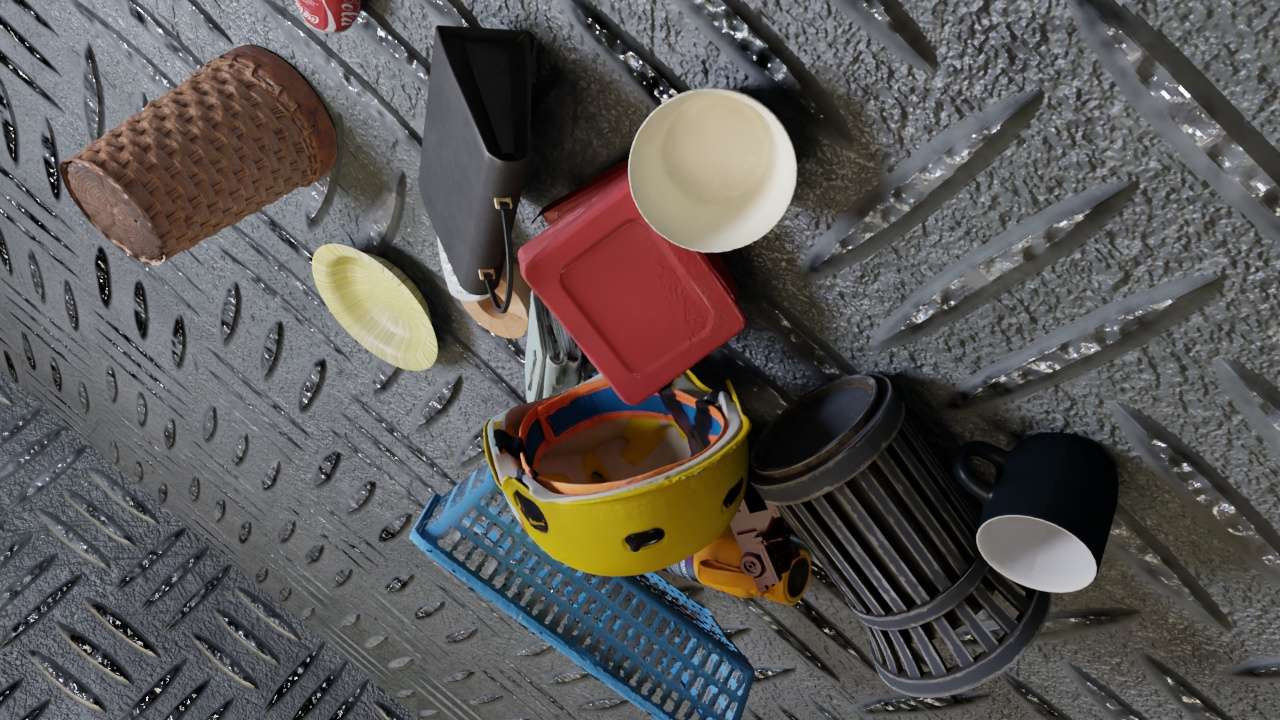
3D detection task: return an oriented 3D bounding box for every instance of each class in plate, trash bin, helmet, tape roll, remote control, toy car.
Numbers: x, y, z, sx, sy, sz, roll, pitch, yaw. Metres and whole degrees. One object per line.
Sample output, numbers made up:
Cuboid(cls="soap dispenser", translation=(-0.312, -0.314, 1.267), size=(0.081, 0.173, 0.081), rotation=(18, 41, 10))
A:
Cuboid(cls="plate", translation=(-0.303, -0.070, 1.085), size=(0.184, 0.036, 0.185), rotation=(24, 142, 20))
Cuboid(cls="trash bin", translation=(-0.429, -0.196, 0.908), size=(0.151, 0.209, 0.151), rotation=(24, 143, 19))
Cuboid(cls="trash bin", translation=(0.206, 0.137, 0.769), size=(0.227, 0.163, 0.165), rotation=(52, 143, -13))
Cuboid(cls="helmet", translation=(-0.005, 0.106, 0.765), size=(0.240, 0.208, 0.140), rotation=(31, 139, 57))
Cuboid(cls="tape roll", translation=(-0.148, -0.068, 0.959), size=(0.094, 0.027, 0.094), rotation=(24, 142, 20))
Cuboid(cls="remote control", translation=(-0.170, -0.114, 0.897), size=(0.060, 0.028, 0.114), rotation=(13, 115, 28))
Cuboid(cls="toy car", translation=(0.112, 0.130, 0.885), size=(0.062, 0.070, 0.170), rotation=(-20, 97, 33))

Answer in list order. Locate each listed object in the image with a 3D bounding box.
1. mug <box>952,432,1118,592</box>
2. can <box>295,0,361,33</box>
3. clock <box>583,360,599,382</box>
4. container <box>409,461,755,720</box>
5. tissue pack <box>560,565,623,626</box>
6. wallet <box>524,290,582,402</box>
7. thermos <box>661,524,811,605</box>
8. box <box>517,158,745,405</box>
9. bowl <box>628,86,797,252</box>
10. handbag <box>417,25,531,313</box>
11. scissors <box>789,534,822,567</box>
Cuboid(cls="mug", translation=(0.296, 0.103, 0.701), size=(0.121, 0.094, 0.085), rotation=(31, 144, 11))
Cuboid(cls="can", translation=(-0.255, -0.320, 0.752), size=(0.054, 0.053, 0.097), rotation=(36, 145, 3))
Cuboid(cls="clock", translation=(-0.005, 0.005, 0.880), size=(0.083, 0.057, 0.119), rotation=(25, 122, 8))
Cuboid(cls="container", translation=(-0.049, 0.229, 0.926), size=(0.362, 0.089, 0.257), rotation=(38, 175, -6))
Cuboid(cls="tissue pack", translation=(-0.051, 0.237, 1.137), size=(0.066, 0.116, 0.210), rotation=(14, 139, 22))
Cuboid(cls="wallet", translation=(-0.088, -0.001, 0.920), size=(0.132, 0.054, 0.100), rotation=(105, 151, -53))
Cuboid(cls="thermos", translation=(0.069, 0.215, 1.016), size=(0.233, 0.091, 0.076), rotation=(10, 132, 39))
Cuboid(cls="box", translation=(-0.005, -0.065, 0.738), size=(0.137, 0.126, 0.157), rotation=(-28, 112, 24))
Cuboid(cls="bowl", translation=(0.053, -0.141, 0.649), size=(0.115, 0.062, 0.115), rotation=(4, 120, 7))
Cuboid(cls="handbag", translation=(-0.123, -0.128, 0.734), size=(0.176, 0.072, 0.195), rotation=(118, 143, -54))
Cuboid(cls="scissors", translation=(0.218, 0.235, 0.968), size=(0.179, 0.016, 0.101), rotation=(26, 152, 25))
